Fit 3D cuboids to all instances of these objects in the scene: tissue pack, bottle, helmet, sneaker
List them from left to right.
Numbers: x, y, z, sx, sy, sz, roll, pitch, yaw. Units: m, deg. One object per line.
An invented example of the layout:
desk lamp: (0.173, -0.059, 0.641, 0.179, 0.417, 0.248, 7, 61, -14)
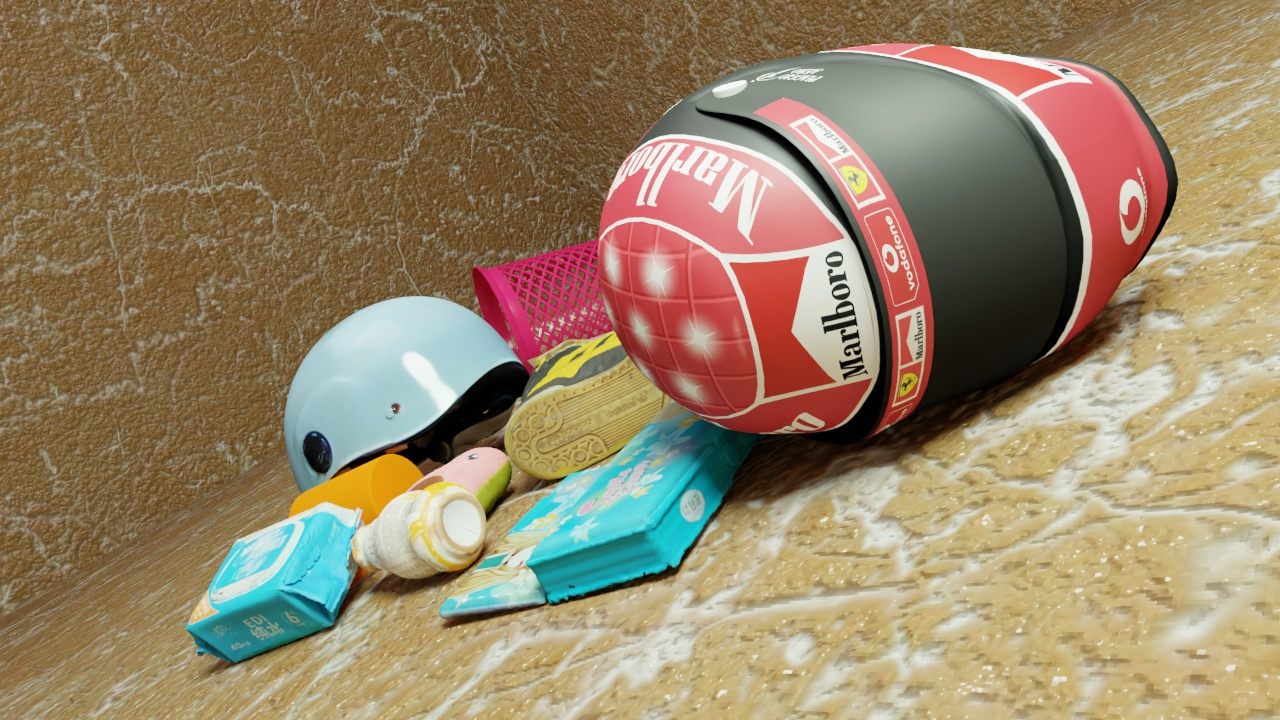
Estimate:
tissue pack: (-0.276, 0.167, 0.705, 0.145, 0.062, 0.092, -23, 31, 22)
helmet: (-0.248, 0.039, 0.918, 0.266, 0.167, 0.225, -41, -11, 24)
bottle: (-0.162, 0.126, 0.658, 0.109, 0.063, 0.062, -21, 12, 36)
sneaker: (-0.005, 0.005, 0.769, 0.238, 0.086, 0.122, -31, 14, 3)
helmet: (0.095, -0.061, 0.496, 0.224, 0.198, 0.271, -29, 25, -27)

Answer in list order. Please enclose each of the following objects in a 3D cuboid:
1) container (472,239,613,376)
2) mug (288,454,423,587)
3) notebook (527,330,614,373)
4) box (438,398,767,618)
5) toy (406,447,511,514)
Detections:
container: (-0.087, -0.081, 1.246, 0.225, 0.183, 0.183, -23, 8, -16)
mug: (-0.242, 0.146, 0.783, 0.096, 0.077, 0.112, -24, 38, 22)
notebook: (-0.019, -0.020, 1.033, 0.210, 0.022, 0.169, -19, 7, -9)
box: (-0.010, 0.078, 0.587, 0.182, 0.039, 0.226, -22, 12, 33)
toy: (-0.151, 0.110, 0.747, 0.090, 0.051, 0.109, -19, 12, 38)
